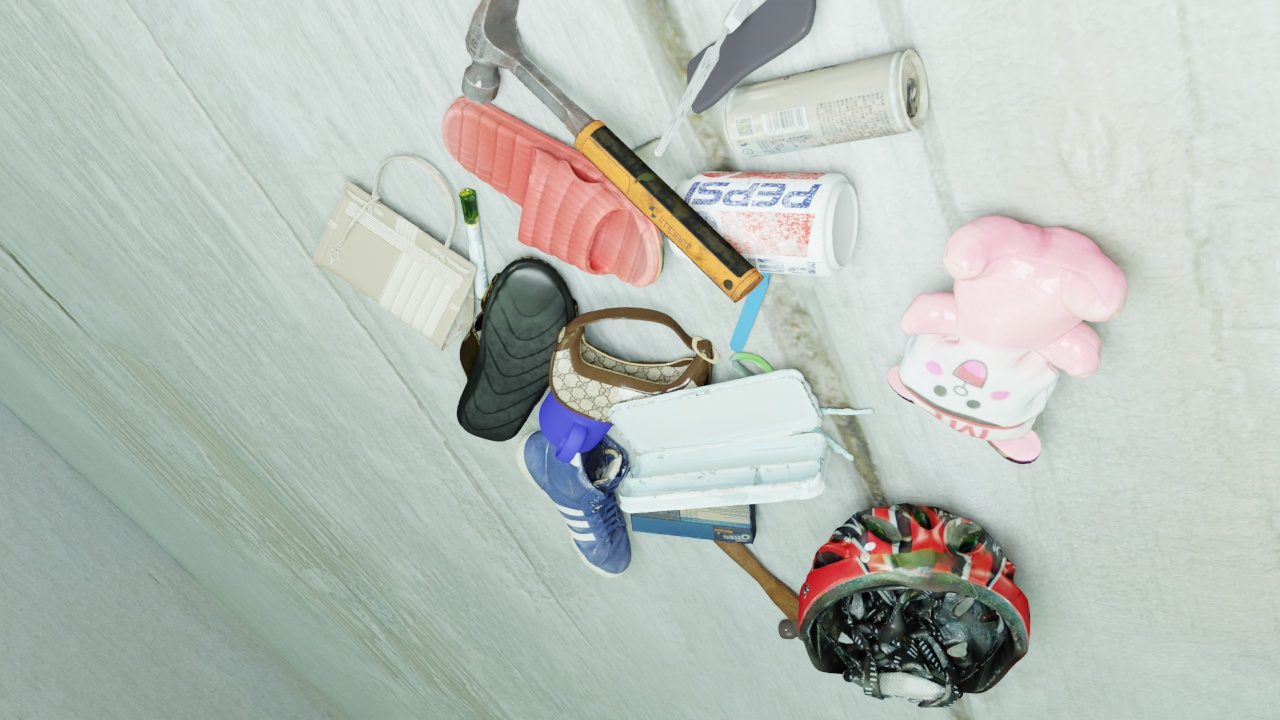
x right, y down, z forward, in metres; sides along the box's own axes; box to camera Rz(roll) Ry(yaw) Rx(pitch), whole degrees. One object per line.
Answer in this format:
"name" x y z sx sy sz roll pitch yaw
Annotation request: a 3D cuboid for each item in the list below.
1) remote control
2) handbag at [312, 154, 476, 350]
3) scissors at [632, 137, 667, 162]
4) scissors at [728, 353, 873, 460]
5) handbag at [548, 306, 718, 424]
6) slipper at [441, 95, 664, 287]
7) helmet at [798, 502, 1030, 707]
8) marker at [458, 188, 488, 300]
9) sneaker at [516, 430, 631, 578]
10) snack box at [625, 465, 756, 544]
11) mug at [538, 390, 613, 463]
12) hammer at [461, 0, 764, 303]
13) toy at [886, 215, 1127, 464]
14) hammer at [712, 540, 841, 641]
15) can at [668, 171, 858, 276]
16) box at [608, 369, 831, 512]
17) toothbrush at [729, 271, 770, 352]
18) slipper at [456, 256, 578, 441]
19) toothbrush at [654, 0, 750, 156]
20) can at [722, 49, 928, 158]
"remote control" 0.076 -0.221 0.648 0.009 0.046 0.125 8 159 -37
"handbag" -0.244 -0.132 0.967 0.175 0.062 0.198 34 136 3
"scissors" -0.029 -0.148 0.824 0.187 0.015 0.180 32 145 1
"scissors" 0.149 0.051 0.927 0.171 0.023 0.168 41 137 -12
"handbag" -0.005 0.005 0.923 0.166 0.063 0.139 15 137 -7
"slipper" -0.088 -0.144 0.815 0.249 0.059 0.104 36 143 8
"helmet" 0.269 0.238 0.916 0.217 0.166 0.272 5 144 10
"marker" -0.172 -0.118 0.959 0.017 0.017 0.147 20 141 15
"sneaker" -0.043 0.172 1.141 0.119 0.091 0.233 -17 114 42
"snack box" 0.059 0.170 1.073 0.150 0.027 0.082 4 122 18
"mug" -0.067 0.063 1.009 0.079 0.111 0.084 25 144 -10
"hammer" -0.020 -0.169 0.703 0.314 0.034 0.138 46 142 13
"toy" 0.273 -0.013 0.705 0.142 0.084 0.214 22 140 17
"hammer" 0.135 0.251 1.145 0.323 0.033 0.116 46 143 -16
"can" 0.096 -0.109 0.726 0.136 0.078 0.078 7 137 29
"box" 0.068 0.065 0.890 0.216 0.106 0.125 -9 111 19
"toothbrush" 0.105 -0.059 0.834 0.016 0.014 0.167 26 147 9
"slipper" -0.140 -0.013 1.011 0.113 0.075 0.269 17 132 -10
"toothbrush" 0.042 -0.187 0.591 0.010 0.181 0.010 39 140 -17
"can" 0.127 -0.178 0.646 0.136 0.054 0.054 -1 132 36
